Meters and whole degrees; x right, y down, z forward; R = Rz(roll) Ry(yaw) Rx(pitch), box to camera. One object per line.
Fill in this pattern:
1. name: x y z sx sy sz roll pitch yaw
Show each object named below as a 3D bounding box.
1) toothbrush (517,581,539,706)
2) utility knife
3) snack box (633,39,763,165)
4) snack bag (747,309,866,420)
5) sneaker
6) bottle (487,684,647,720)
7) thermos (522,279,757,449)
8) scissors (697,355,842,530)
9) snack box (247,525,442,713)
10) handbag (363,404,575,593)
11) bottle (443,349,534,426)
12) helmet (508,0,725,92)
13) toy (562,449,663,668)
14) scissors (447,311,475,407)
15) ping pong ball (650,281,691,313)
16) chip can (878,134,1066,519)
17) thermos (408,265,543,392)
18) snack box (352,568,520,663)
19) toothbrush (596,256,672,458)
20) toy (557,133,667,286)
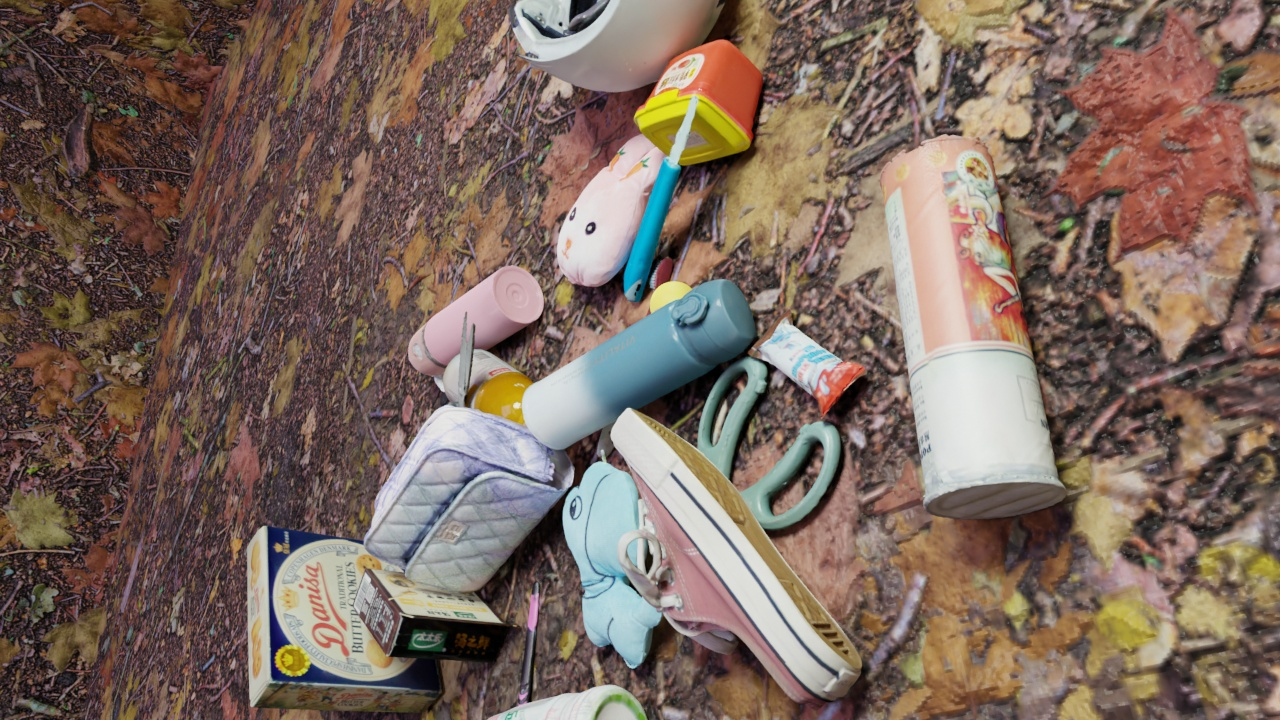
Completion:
1. toothbrush: -0.104 0.291 0.812 0.014 0.017 0.189 -14 63 38
2. utility knife: 0.017 -0.134 0.773 0.205 0.018 0.034 110 160 -43
3. snack box: 0.054 -0.217 0.777 0.091 0.082 0.080 -1 61 51
4. snack bag: 0.115 0.001 0.643 0.048 0.026 0.104 -49 41 9
5. sneaker: 0.039 0.133 0.606 0.088 0.118 0.241 -45 57 9
6. bottle: -0.080 0.303 0.726 0.197 0.068 0.068 -27 55 41
7. thermos: -0.004 0.004 0.743 0.221 0.070 0.070 -30 53 35
8. scissors: 0.070 0.071 0.679 0.175 0.019 0.175 -45 45 34
9. snack box: -0.304 0.266 0.941 0.046 0.182 0.177 -50 42 26
10. handbag: -0.162 0.134 0.838 0.194 0.134 0.075 -51 27 37
11. bottle: -0.136 0.042 0.915 0.190 0.068 0.068 27 97 53
12. helmet: -0.002 -0.355 0.847 0.230 0.145 0.258 -44 35 31
13. toy: -0.024 0.153 0.738 0.162 0.049 0.156 9 90 58
14. scissors: -0.178 0.030 0.899 0.151 0.014 0.170 -5 97 59
15. ping pong ball: 0.028 -0.046 0.763 0.040 0.040 0.040 -25 56 45
16. chip can: 0.184 -0.022 0.526 0.071 0.071 0.214 -27 54 44
17. thermos: -0.186 -0.028 1.020 0.199 0.067 0.087 -28 81 43
18. snack box: -0.195 0.242 0.868 0.126 0.113 0.053 24 96 54
19. toothbrush: -0.007 -0.003 0.812 0.017 0.016 0.187 19 90 62
20. toy: -0.026 -0.143 0.868 0.159 0.054 0.121 -58 32 7
